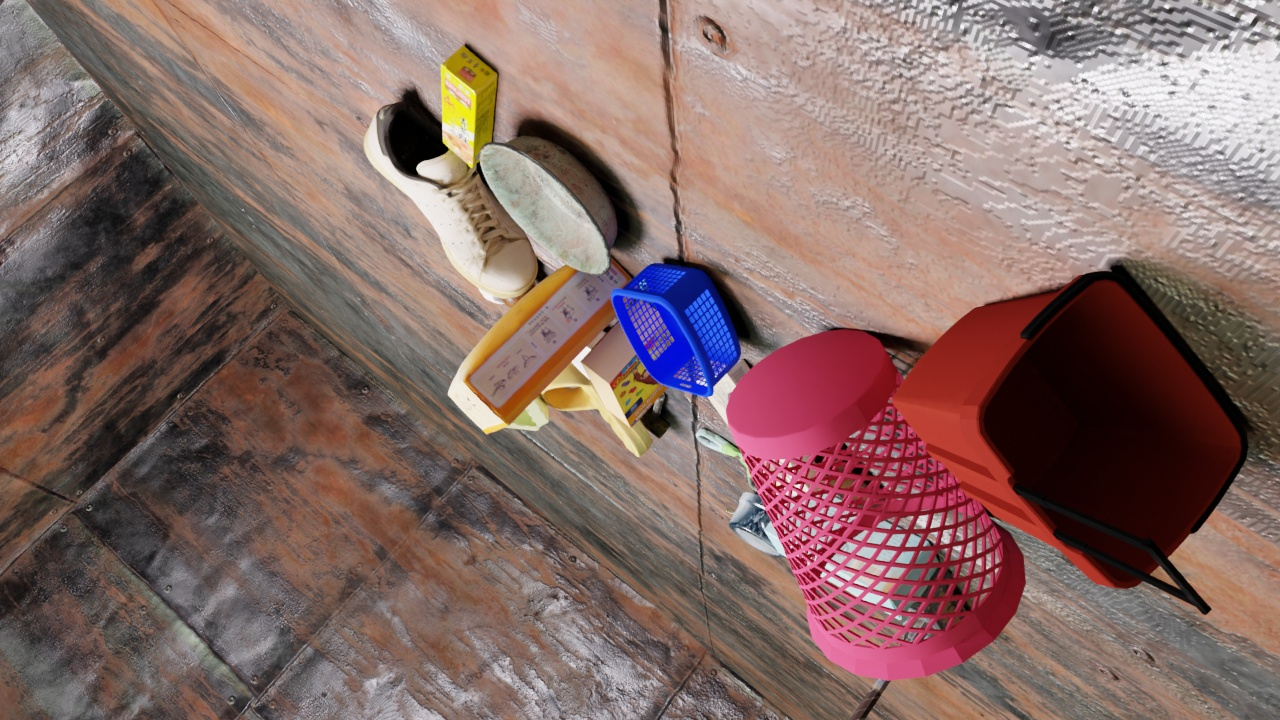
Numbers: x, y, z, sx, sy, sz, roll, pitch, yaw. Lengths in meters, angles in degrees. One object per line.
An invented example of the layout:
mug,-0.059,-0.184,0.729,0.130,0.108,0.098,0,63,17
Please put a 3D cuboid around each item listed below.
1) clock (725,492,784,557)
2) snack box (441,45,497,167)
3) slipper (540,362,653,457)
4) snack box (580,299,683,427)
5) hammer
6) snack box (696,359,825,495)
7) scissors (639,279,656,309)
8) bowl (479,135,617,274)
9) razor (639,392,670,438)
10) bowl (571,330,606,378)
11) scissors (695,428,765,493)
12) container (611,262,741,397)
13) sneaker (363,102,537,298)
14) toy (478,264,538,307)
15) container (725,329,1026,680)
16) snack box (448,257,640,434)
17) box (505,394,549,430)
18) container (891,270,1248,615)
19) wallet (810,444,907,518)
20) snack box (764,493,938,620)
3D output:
clock,0.166,0.210,1.156,0.090,0.052,0.130,40,162,-25
snack box,-0.157,-0.228,0.838,0.040,0.028,0.148,41,163,0
slipper,-0.091,0.036,1.220,0.263,0.078,0.099,46,170,19
snack box,-0.006,0.006,0.957,0.040,0.088,0.126,37,167,22
hammer,0.227,0.358,0.936,0.044,0.321,0.098,19,152,52
snack box,0.121,0.070,0.922,0.150,0.026,0.082,55,161,-4
scissors,0.052,-0.028,0.909,0.126,0.015,0.136,25,162,46
bowl,-0.076,-0.148,0.840,0.157,0.038,0.158,37,162,14
razor,0.021,0.065,1.180,0.042,0.026,0.106,40,159,12
bowl,-0.044,-0.005,1.111,0.110,0.040,0.110,37,162,14
scissors,0.122,0.116,1.094,0.168,0.023,0.171,39,161,29
container,0.036,-0.031,0.826,0.096,0.058,0.114,16,142,48
sneaker,-0.189,-0.176,0.958,0.241,0.088,0.102,47,155,-5
toy,-0.162,-0.098,1.119,0.112,0.067,0.087,37,165,47
container,0.172,0.102,0.719,0.183,0.182,0.226,13,140,57
snack box,-0.109,-0.022,0.950,0.080,0.195,0.145,46,163,-7
box,-0.165,0.024,1.271,0.077,0.089,0.187,38,-163,-28
container,0.237,0.040,0.475,0.148,0.127,0.201,46,172,-12
wallet,0.204,0.116,0.923,0.115,0.018,0.092,43,164,-14
snack box,0.223,0.199,0.981,0.175,0.074,0.053,23,156,45
